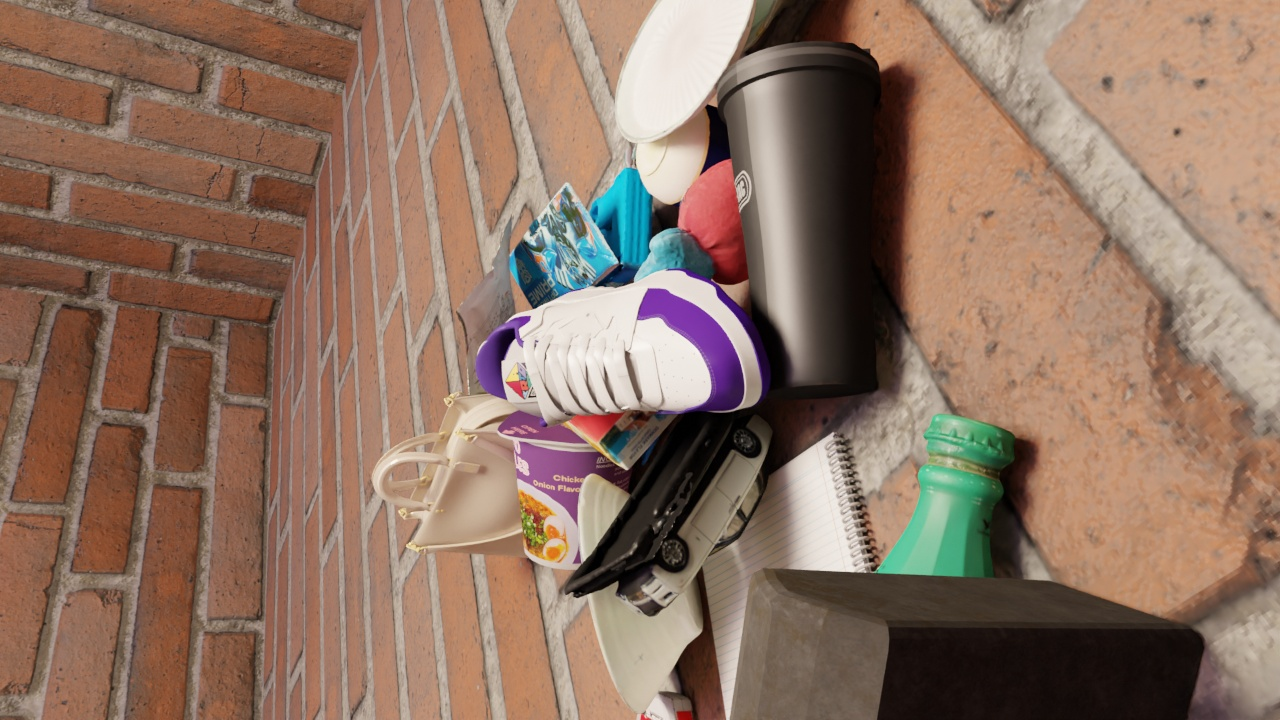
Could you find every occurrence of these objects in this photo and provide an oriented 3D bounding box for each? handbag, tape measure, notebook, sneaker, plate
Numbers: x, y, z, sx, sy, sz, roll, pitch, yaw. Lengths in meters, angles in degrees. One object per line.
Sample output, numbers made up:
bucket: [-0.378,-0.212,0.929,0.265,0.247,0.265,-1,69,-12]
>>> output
handbag: [0.124,0.194,0.363,0.102,0.197,0.199,10,91,62]
tape measure: [0.020,0.288,0.708,0.060,0.020,0.062,-5,77,61]
handbag: [-0.167,0.115,0.906,0.195,0.197,0.101,-62,41,30]
notebook: [0.101,0.193,0.598,0.178,0.013,0.245,-46,44,48]
sneaker: [-0.029,0.000,0.609,0.245,0.110,0.092,6,116,54]
plate: [0.033,-0.229,0.672,0.157,0.014,0.156,-33,46,42]

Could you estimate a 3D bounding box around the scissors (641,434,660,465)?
scissors: [0.026,0.042,0.778,0.131,0.022,0.070,-64,32,20]

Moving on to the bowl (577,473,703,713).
bowl: [0.008,0.165,0.682,0.176,0.058,0.176,-14,-91,-82]

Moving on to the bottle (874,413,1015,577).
bottle: [0.147,0.133,0.469,0.068,0.068,0.209,5,79,62]

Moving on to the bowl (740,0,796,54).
bowl: [0.091,-0.299,0.700,0.175,0.067,0.174,-21,65,56]

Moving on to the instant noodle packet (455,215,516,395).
instant noodle packet: [-0.147,-0.002,0.949,0.270,0.057,0.146,97,-175,-47]

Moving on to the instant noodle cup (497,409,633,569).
instant noodle cup: [-0.066,0.114,0.814,0.122,0.136,0.122,19,110,49]

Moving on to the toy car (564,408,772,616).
toy car: [0.038,0.093,0.618,0.094,0.071,0.191,-46,4,47]

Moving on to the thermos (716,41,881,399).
thermos: [0.106,-0.088,0.587,0.106,0.105,0.218,-18,71,59]

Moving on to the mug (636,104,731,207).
mug: [0.042,-0.162,0.726,0.112,0.089,0.086,40,116,58]

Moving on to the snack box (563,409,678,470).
snack box: [-0.004,0.004,0.742,0.145,0.040,0.143,-48,29,-9]

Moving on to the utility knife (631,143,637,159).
utility knife: [0.030,-0.272,0.844,0.188,0.028,0.020,-68,27,22]

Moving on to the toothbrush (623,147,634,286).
toothbrush: [-0.012,-0.120,0.887,0.019,0.018,0.187,152,123,-62]

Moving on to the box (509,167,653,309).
box: [-0.068,-0.101,0.879,0.244,0.085,0.091,152,123,-66]

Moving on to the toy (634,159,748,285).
toy: [0.050,-0.086,0.669,0.133,0.092,0.062,-40,40,-3]
